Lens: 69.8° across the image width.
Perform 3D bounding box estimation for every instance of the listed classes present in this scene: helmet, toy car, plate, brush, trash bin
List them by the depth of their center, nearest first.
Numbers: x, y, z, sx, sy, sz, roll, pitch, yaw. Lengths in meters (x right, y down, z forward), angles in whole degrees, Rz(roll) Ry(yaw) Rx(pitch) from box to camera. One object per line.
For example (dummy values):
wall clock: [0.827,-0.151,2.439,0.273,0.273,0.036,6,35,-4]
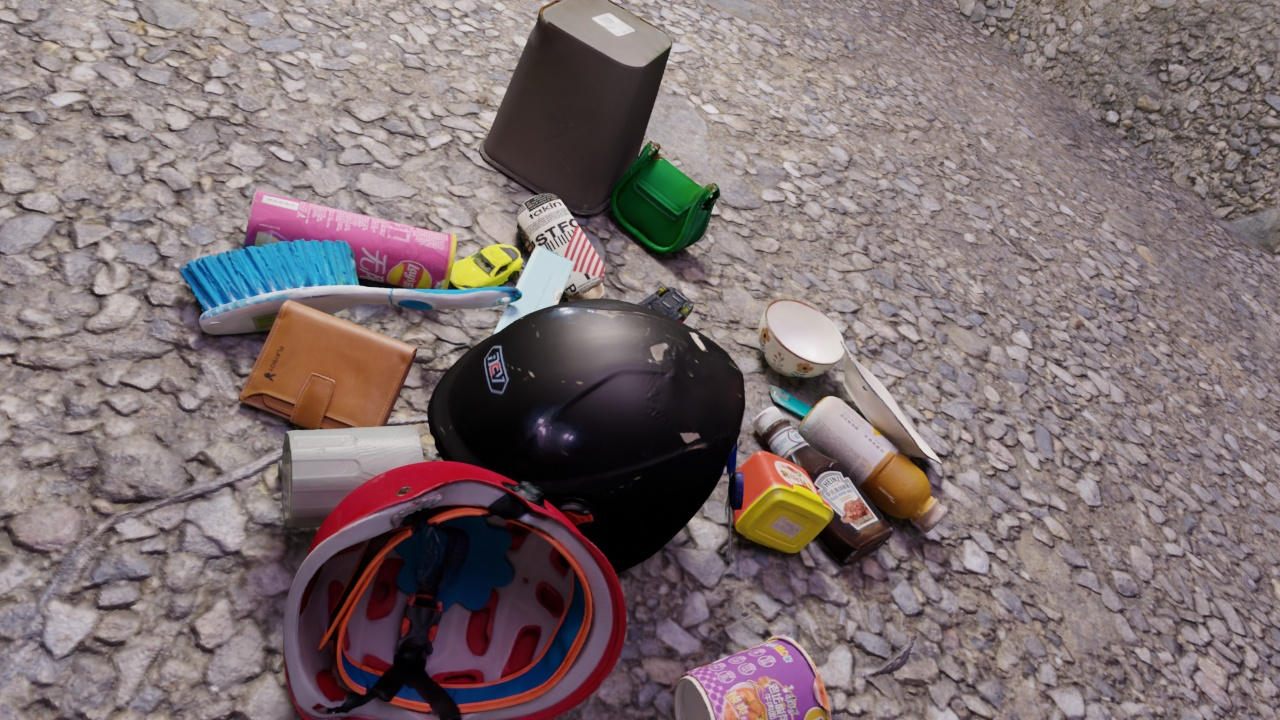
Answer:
helmet: [-0.141,0.170,0.701,0.240,0.207,0.144,16,12,-21]
helmet: [-0.042,0.053,0.835,0.274,0.231,0.233,20,37,-34]
brush: [-0.284,-0.075,0.924,0.314,0.061,0.109,-13,62,-20]
toy car: [-0.181,-0.109,1.077,0.048,0.032,0.105,41,43,13]
toy car: [0.019,-0.051,1.120,0.053,0.045,0.120,39,36,15]
plate: [0.298,0.061,1.134,0.164,0.034,0.163,34,22,-49]
trash bin: [-0.078,-0.356,1.247,0.199,0.220,0.198,31,40,4]

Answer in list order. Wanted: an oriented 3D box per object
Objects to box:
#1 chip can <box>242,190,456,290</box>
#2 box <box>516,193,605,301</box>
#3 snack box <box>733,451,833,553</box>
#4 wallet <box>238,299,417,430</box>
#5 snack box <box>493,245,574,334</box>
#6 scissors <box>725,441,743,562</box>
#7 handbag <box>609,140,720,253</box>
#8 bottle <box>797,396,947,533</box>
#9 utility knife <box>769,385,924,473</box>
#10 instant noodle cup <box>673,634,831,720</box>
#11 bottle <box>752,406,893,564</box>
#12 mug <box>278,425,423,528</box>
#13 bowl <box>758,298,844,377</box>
chip can: [-0.310,-0.124,0.989,0.210,0.072,0.071,11,44,-19]
box: [-0.101,-0.130,1.141,0.075,0.081,0.163,-30,64,-10]
snack box: [0.141,0.147,0.962,0.091,0.082,0.080,26,26,-28]
wallet: [-0.292,0.020,0.855,0.130,0.035,0.119,21,73,-3]
snack box: [-0.125,-0.045,1.010,0.051,0.074,0.174,23,41,-6]
scissors: [0.090,0.120,0.901,0.012,0.176,0.162,0,2,1]
handbag: [0.032,-0.218,1.244,0.131,0.120,0.067,39,36,14]
bottle: [0.271,0.123,1.069,0.189,0.068,0.067,42,42,15]
utility knife: [0.255,0.089,1.136,0.221,0.013,0.029,29,41,0]
instant noodle cup: [0.088,0.293,0.767,0.099,0.112,0.111,-4,50,-22]
bottle: [0.197,0.135,1.034,0.079,0.044,0.195,-14,56,-36]
mug: [-0.248,0.097,0.777,0.103,0.124,0.083,1,89,-28]
bowl: [0.198,-0.019,1.178,0.113,0.062,0.113,15,44,-16]
